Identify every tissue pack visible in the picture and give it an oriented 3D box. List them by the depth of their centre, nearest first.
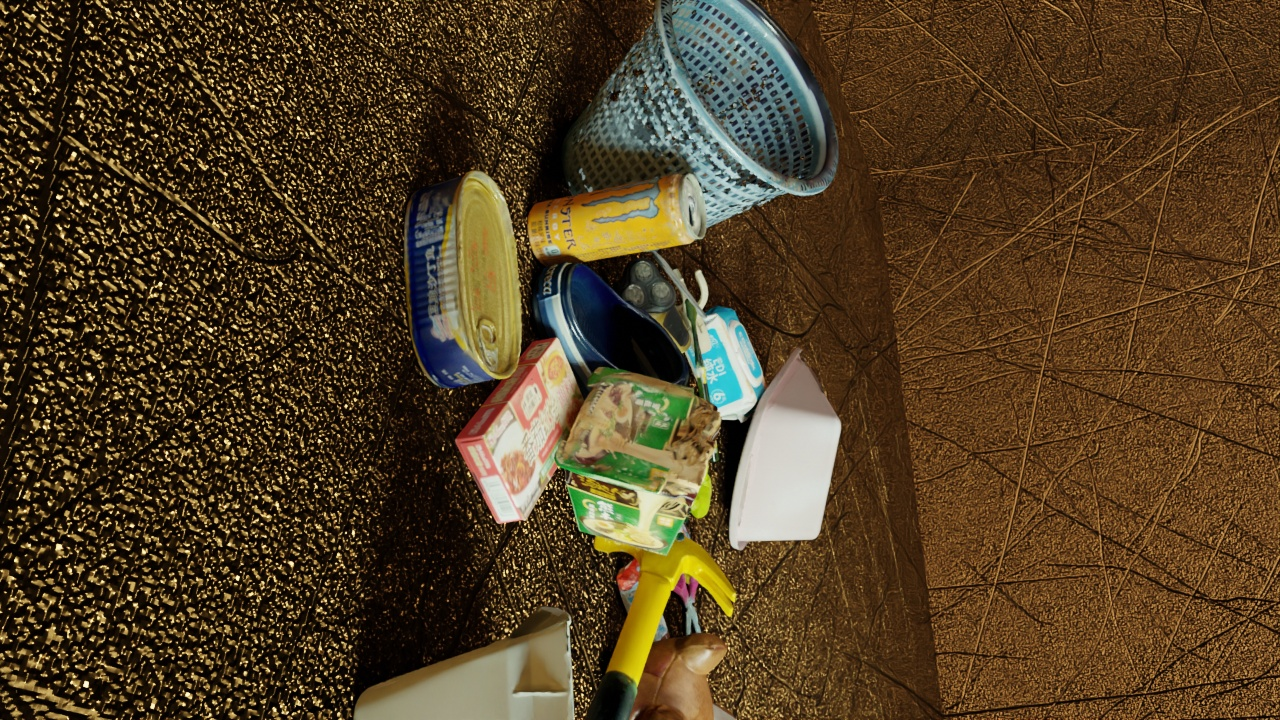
[{"bbox_3d":[0.105,0.004,1.113,0.140,0.063,0.089,67,22,0],"label":"tissue pack"}]

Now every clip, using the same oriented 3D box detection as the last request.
[{"bbox_3d":[0.058,-0.061,1.036,0.035,0.096,0.101,-26,82,-25],"label":"clip"}]

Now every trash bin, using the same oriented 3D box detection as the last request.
[{"bbox_3d":[0.040,-0.208,0.861,0.226,0.196,0.226,24,51,-34],"label":"trash bin"}]

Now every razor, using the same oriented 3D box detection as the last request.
[{"bbox_3d":[0.021,-0.048,0.969,0.062,0.068,0.167,-71,156,-14],"label":"razor"}]

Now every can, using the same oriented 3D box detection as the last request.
[{"bbox_3d":[-0.122,-0.056,0.635,0.074,0.049,0.148,21,60,-64],"label":"can"},{"bbox_3d":[-0.021,-0.118,0.778,0.058,0.146,0.058,-7,90,-67],"label":"can"}]

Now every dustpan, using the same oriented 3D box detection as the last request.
[{"bbox_3d":[-0.054,0.246,0.467,0.142,0.259,0.222,10,68,-41],"label":"dustpan"},{"bbox_3d":[0.156,0.115,1.172,0.273,0.138,0.223,-115,-150,-72],"label":"dustpan"}]

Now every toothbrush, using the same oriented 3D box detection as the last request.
[{"bbox_3d":[0.067,0.022,1.007,0.017,0.012,0.186,-119,-161,-79],"label":"toothbrush"}]

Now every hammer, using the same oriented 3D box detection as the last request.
[{"bbox_3d":[-0.015,0.241,0.681,0.299,0.129,0.033,-63,163,-48],"label":"hammer"}]

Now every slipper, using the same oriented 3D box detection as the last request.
[{"bbox_3d":[-0.005,0.005,0.836,0.253,0.095,0.104,56,34,-36],"label":"slipper"}]

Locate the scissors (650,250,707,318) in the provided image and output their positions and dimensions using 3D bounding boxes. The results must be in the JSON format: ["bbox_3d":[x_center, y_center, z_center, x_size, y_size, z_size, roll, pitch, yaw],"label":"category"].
[{"bbox_3d":[0.021,-0.108,0.955,0.175,0.012,0.105,47,16,-7],"label":"scissors"}]

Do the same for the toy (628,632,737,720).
[{"bbox_3d":[0.049,0.319,0.778,0.139,0.131,0.200,-55,141,-41],"label":"toy"}]

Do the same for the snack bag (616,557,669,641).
[{"bbox_3d":[0.002,0.223,0.830,0.048,0.026,0.104,-36,113,-53],"label":"snack bag"}]

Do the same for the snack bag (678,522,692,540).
[{"bbox_3d":[0.028,0.177,0.910,0.045,0.026,0.105,59,18,15],"label":"snack bag"}]

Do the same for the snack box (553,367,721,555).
[{"bbox_3d":[-0.004,0.091,0.752,0.118,0.117,0.106,-66,168,-47],"label":"snack box"}]

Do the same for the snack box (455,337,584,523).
[{"bbox_3d":[-0.086,0.049,0.703,0.152,0.025,0.075,-61,135,-58],"label":"snack box"}]

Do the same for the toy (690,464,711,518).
[{"bbox_3d":[0.058,0.118,1.009,0.096,0.031,0.100,-75,150,-53],"label":"toy"}]

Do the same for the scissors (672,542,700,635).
[{"bbox_3d":[0.048,0.247,0.944,0.125,0.017,0.133,50,39,-53],"label":"scissors"}]
